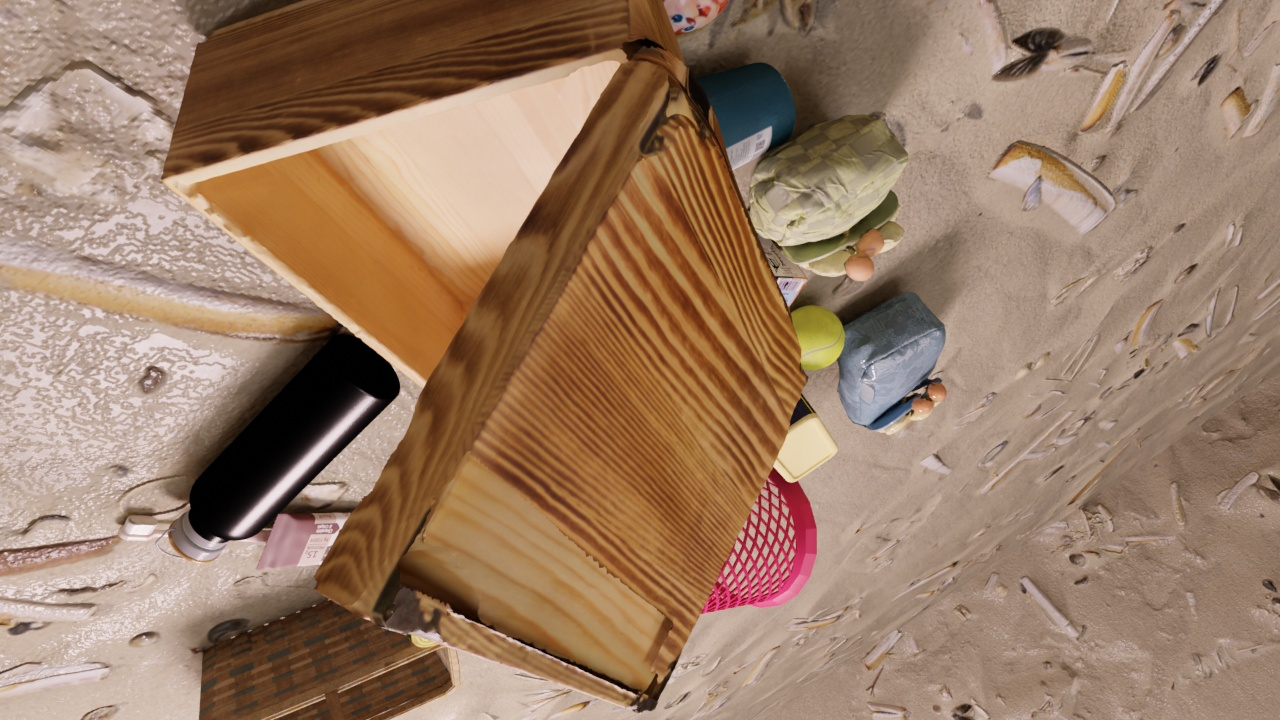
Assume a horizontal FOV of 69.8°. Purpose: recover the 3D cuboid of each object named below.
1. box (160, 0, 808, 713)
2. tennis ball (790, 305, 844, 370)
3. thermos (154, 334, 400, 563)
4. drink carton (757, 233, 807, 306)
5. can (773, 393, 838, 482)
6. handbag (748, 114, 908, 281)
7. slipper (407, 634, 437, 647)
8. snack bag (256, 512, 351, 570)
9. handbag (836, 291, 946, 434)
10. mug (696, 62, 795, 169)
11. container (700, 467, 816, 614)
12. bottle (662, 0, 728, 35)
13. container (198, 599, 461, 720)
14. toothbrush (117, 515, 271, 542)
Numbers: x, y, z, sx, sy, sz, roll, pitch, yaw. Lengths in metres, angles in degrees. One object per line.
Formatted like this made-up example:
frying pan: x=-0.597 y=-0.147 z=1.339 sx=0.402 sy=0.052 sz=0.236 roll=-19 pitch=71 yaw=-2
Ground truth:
box: x=-0.038 y=0.004 z=0.460 sx=0.282 sy=0.314 sz=0.279 roll=-12 pitch=149 yaw=15
tennis ball: x=0.172 y=-0.023 z=0.924 sx=0.065 sy=0.065 sz=0.065 roll=-22 pitch=147 yaw=-15
thermos: x=-0.275 y=0.078 z=0.678 sx=0.232 sy=0.061 sz=0.061 roll=-42 pitch=147 yaw=16
drink carton: x=0.089 y=-0.045 z=0.822 sx=0.040 sy=0.064 sz=0.130 roll=0 pitch=136 yaw=-33
can: x=0.144 y=0.057 z=0.973 sx=0.075 sy=0.104 sz=0.135 roll=-36 pitch=149 yaw=6
handbag: x=0.145 y=-0.115 z=0.691 sx=0.113 sy=0.117 sz=0.186 roll=-33 pitch=-177 yaw=8
slipper: x=-0.138 y=0.179 z=0.932 sx=0.262 sy=0.078 sz=0.100 roll=-32 pitch=152 yaw=-34
snack bag: x=-0.265 y=0.161 z=0.828 sx=0.157 sy=0.013 sz=0.057 roll=12 pitch=108 yaw=-53
handbag: x=0.287 y=0.014 z=1.026 sx=0.121 sy=0.118 sz=0.192 roll=-30 pitch=154 yaw=-4
mug: x=0.040 y=-0.155 z=0.620 sx=0.121 sy=0.078 sz=0.078 roll=-25 pitch=148 yaw=-19
container: x=0.052 y=0.202 z=1.000 sx=0.225 sy=0.183 sz=0.184 roll=-3 pitch=139 yaw=-45
bottle: x=0.017 y=-0.216 z=0.522 sx=0.109 sy=0.063 sz=0.063 roll=-40 pitch=148 yaw=13
container: x=-0.301 y=0.353 z=0.919 sx=0.249 sy=0.186 sz=0.158 roll=-19 pitch=146 yaw=-21
toothbrush: x=-0.336 y=0.142 z=0.761 sx=0.018 sy=0.015 sz=0.181 roll=-50 pitch=144 yaw=17
